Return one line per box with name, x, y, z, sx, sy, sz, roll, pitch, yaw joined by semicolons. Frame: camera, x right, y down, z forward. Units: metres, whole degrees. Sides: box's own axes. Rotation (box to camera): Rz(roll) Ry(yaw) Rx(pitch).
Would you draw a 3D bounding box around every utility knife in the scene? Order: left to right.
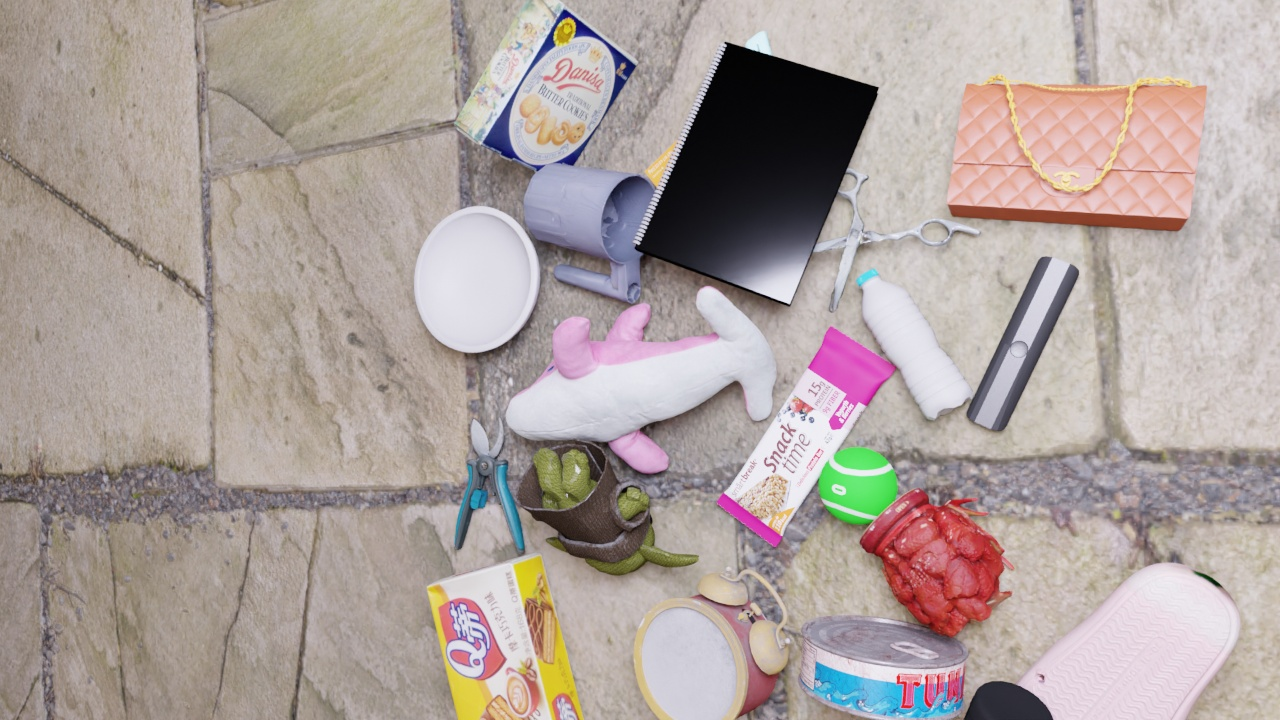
utility knife;0.129;-0.223;0.844;0.022;0.015;0.165;-18;85;16

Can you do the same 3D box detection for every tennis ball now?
tennis ball;0.185;0.106;0.781;0.065;0.065;0.065;-1;88;24

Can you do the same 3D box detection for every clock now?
clock;0.074;0.253;0.817;0.117;0.081;0.159;48;116;29

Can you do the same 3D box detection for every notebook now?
notebook;0.100;-0.167;0.804;0.149;0.016;0.206;22;84;14

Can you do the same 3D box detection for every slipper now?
slipper;0.363;0.248;0.703;0.107;0.055;0.222;35;112;23

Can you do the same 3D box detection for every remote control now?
remote control;0.313;-0.013;0.754;0.033;0.015;0.147;26;99;22

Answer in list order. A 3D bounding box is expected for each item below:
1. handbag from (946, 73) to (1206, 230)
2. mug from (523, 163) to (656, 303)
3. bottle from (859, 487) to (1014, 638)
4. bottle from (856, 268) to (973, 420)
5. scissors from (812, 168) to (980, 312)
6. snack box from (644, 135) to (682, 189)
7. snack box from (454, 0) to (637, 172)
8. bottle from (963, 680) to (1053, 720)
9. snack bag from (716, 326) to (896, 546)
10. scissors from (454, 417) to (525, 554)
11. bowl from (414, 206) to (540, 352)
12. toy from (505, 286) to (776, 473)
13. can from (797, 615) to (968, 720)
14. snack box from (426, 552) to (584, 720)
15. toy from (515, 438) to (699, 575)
handbag;0.340;-0.168;0.724;0.172;0.060;0.109;8;88;24
mug;-0.047;-0.124;0.882;0.104;0.083;0.124;18;124;36
bottle;0.247;0.161;0.744;0.099;0.098;0.111;-49;61;15
bottle;0.227;-0.017;0.777;0.044;0.044;0.136;-34;76;19
scissors;0.199;-0.109;0.789;0.175;0.014;0.141;-6;65;13
snack box;0.079;-0.156;0.848;0.088;0.040;0.126;-41;73;18
snack box;-0.086;-0.254;0.869;0.042;0.144;0.145;40;104;23
bottle;0.268;0.340;0.726;0.059;0.059;0.182;21;119;23
snack bag;0.146;0.069;0.826;0.070;0.016;0.197;36;103;22
scissors;-0.155;0.141;0.958;0.124;0.019;0.155;33;103;21
bowl;-0.162;-0.082;0.953;0.150;0.043;0.149;-1;88;24
toy;-0.005;0.005;0.858;0.266;0.127;0.187;-15;127;22
can;0.194;0.245;0.738;0.130;0.129;0.044;4;90;24
snack box;-0.130;0.320;0.919;0.110;0.061;0.230;-19;82;23
toy;-0.043;0.137;0.846;0.180;0.153;0.078;-2;48;37
